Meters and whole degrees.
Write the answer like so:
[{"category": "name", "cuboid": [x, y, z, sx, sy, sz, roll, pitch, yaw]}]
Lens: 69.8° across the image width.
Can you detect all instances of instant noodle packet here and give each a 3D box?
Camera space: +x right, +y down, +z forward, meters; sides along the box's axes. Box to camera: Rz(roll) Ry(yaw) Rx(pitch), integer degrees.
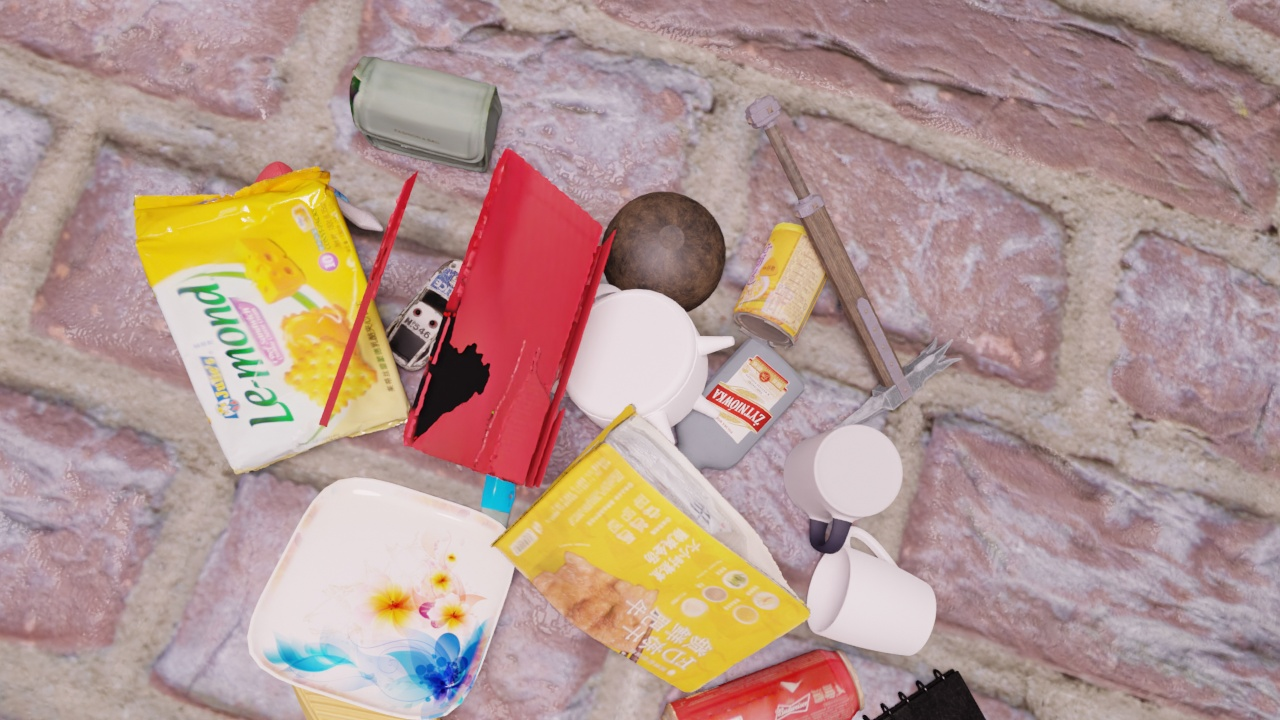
[{"category": "instant noodle packet", "cuboid": [0.011, 0.171, 0.766, 0.221, 0.084, 0.163, 44, 120, -2]}]

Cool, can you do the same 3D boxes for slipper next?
[{"category": "slipper", "cuboid": [-0.213, 0.302, 0.750, 0.099, 0.079, 0.263, -21, 63, -24]}]

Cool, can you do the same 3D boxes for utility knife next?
[{"category": "utility knife", "cuboid": [-0.113, 0.049, 0.842, 0.031, 0.015, 0.209, 14, 81, -7]}]

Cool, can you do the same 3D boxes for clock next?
[{"category": "clock", "cuboid": [-0.005, 0.005, 0.823, 0.161, 0.073, 0.125, 25, 76, 28]}]

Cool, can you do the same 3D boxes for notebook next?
[{"category": "notebook", "cuboid": [0.226, 0.403, 0.817, 0.231, 0.019, 0.169, -28, 85, -11]}]

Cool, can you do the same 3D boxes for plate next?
[{"category": "plate", "cuboid": [-0.211, 0.196, 0.769, 0.187, 0.016, 0.186, 18, 53, -1]}]

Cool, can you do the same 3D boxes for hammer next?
[{"category": "hammer", "cuboid": [0.172, -0.091, 0.829, 0.146, 0.028, 0.317, -35, 108, -14]}]

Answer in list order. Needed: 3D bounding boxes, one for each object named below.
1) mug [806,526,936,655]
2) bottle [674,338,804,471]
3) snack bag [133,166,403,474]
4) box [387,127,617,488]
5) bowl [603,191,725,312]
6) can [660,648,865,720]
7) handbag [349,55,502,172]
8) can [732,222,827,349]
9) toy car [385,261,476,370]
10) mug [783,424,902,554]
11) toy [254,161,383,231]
[{"category": "mug", "cuboid": [0.208, 0.204, 0.828, 0.087, 0.081, 0.114, 20, 47, -9]}, {"category": "bottle", "cuboid": [0.074, 0.059, 0.846, 0.072, 0.046, 0.161, 44, 78, 2]}, {"category": "snack bag", "cuboid": [-0.300, -0.035, 0.768, 0.159, 0.068, 0.247, -15, 111, -6]}, {"category": "box", "cuboid": [-0.092, -0.015, 0.705, 0.124, 0.316, 0.211, 18, 80, -5]}, {"category": "bowl", "cuboid": [0.025, -0.107, 0.865, 0.121, 0.056, 0.121, 1, 80, -7]}, {"category": "can", "cuboid": [0.105, 0.305, 0.795, 0.170, 0.067, 0.067, -17, 82, -9]}, {"category": "handbag", "cuboid": [-0.194, -0.223, 0.836, 0.122, 0.106, 0.067, 13, 81, -4]}, {"category": "can", "cuboid": [0.137, -0.071, 0.867, 0.067, 0.068, 0.105, 28, 78, -1]}, {"category": "toy car", "cuboid": [-0.188, -0.043, 0.837, 0.048, 0.040, 0.112, 37, 77, 0]}, {"category": "mug", "cuboid": [0.175, 0.117, 0.821, 0.078, 0.097, 0.111, 15, 78, -4]}, {"category": "toy", "cuboid": [-0.307, -0.107, 0.826, 0.124, 0.097, 0.131, -41, 68, -18]}]
